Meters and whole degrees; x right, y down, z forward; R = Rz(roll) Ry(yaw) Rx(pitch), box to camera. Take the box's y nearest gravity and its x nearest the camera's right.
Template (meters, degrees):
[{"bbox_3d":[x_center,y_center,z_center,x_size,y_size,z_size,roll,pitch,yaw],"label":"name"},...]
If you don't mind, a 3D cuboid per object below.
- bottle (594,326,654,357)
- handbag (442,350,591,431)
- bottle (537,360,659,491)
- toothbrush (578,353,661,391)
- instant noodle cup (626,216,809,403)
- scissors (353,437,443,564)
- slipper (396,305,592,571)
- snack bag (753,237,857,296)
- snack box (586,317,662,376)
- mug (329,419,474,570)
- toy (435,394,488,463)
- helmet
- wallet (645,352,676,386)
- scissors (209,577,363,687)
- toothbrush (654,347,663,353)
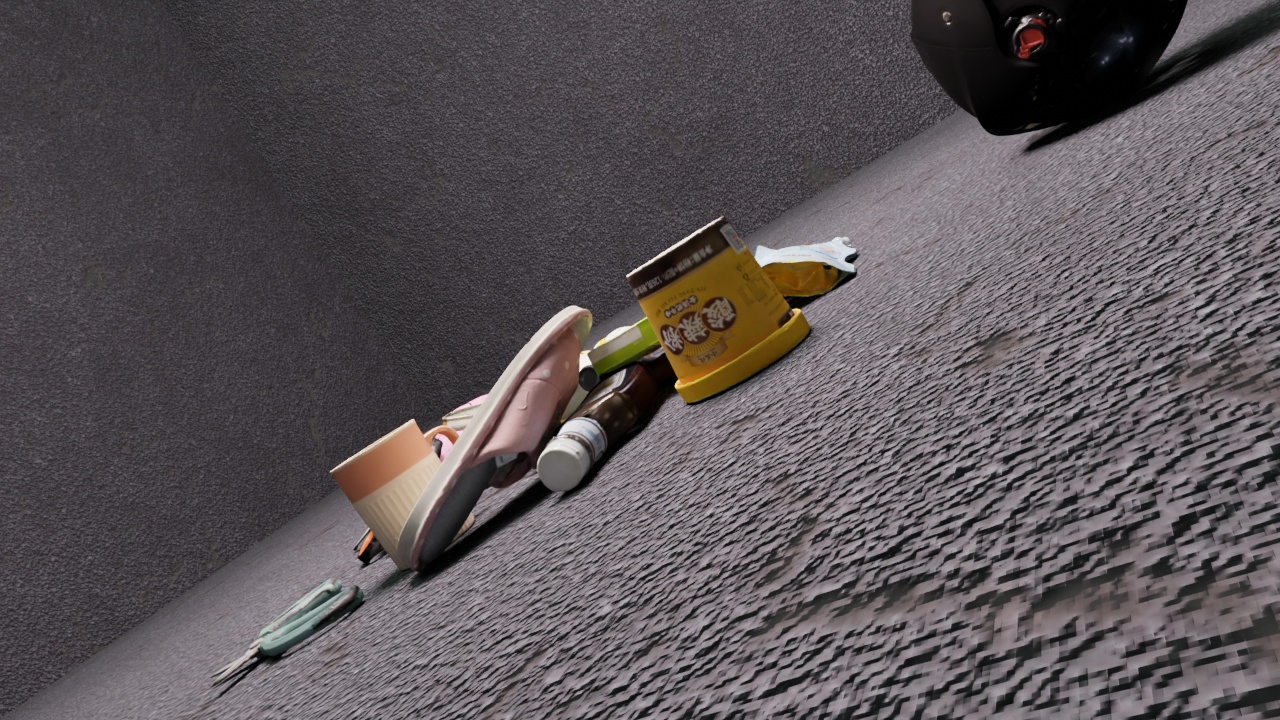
[{"bbox_3d":[-0.013,-0.012,1.105,0.063,0.063,0.108,-29,7,32],"label":"bottle"},{"bbox_3d":[-0.122,0.048,0.993,0.178,0.063,0.163,-16,8,-4],"label":"handbag"},{"bbox_3d":[-0.037,0.054,0.764,0.080,0.044,0.194,-34,5,20],"label":"bottle"},{"bbox_3d":[-0.006,0.006,0.968,0.027,0.026,0.212,-33,-7,24],"label":"toothbrush"},{"bbox_3d":[0.057,-0.044,0.738,0.118,0.114,0.118,-31,6,3],"label":"instant noodle cup"},{"bbox_3d":[-0.282,0.167,1.049,0.228,0.021,0.220,-53,13,12],"label":"scissors"},{"bbox_3d":[-0.106,0.063,0.773,0.273,0.054,0.114,-56,-9,-30],"label":"slipper"},{"bbox_3d":[0.166,-0.101,0.947,0.110,0.039,0.190,-10,13,16],"label":"snack bag"},{"bbox_3d":[0.016,-0.028,0.897,0.086,0.026,0.156,-30,-2,23],"label":"snack box"},{"bbox_3d":[-0.197,0.111,0.813,0.114,0.106,0.082,-36,7,-40],"label":"mug"},{"bbox_3d":[-0.213,0.107,1.095,0.179,0.074,0.194,-36,16,20],"label":"toy"},{"bbox_3d":[0.411,-0.349,0.908,0.233,0.230,0.275,-44,20,-23],"label":"helmet"},{"bbox_3d":[0.053,-0.012,0.928,0.124,0.032,0.101,-35,3,-33],"label":"wallet"},{"bbox_3d":[-0.293,0.225,0.805,0.170,0.019,0.171,-28,5,23],"label":"scissors"},{"bbox_3d":[-0.010,-0.001,1.255,0.181,0.016,0.016,-29,0,36],"label":"toothbrush"}]
